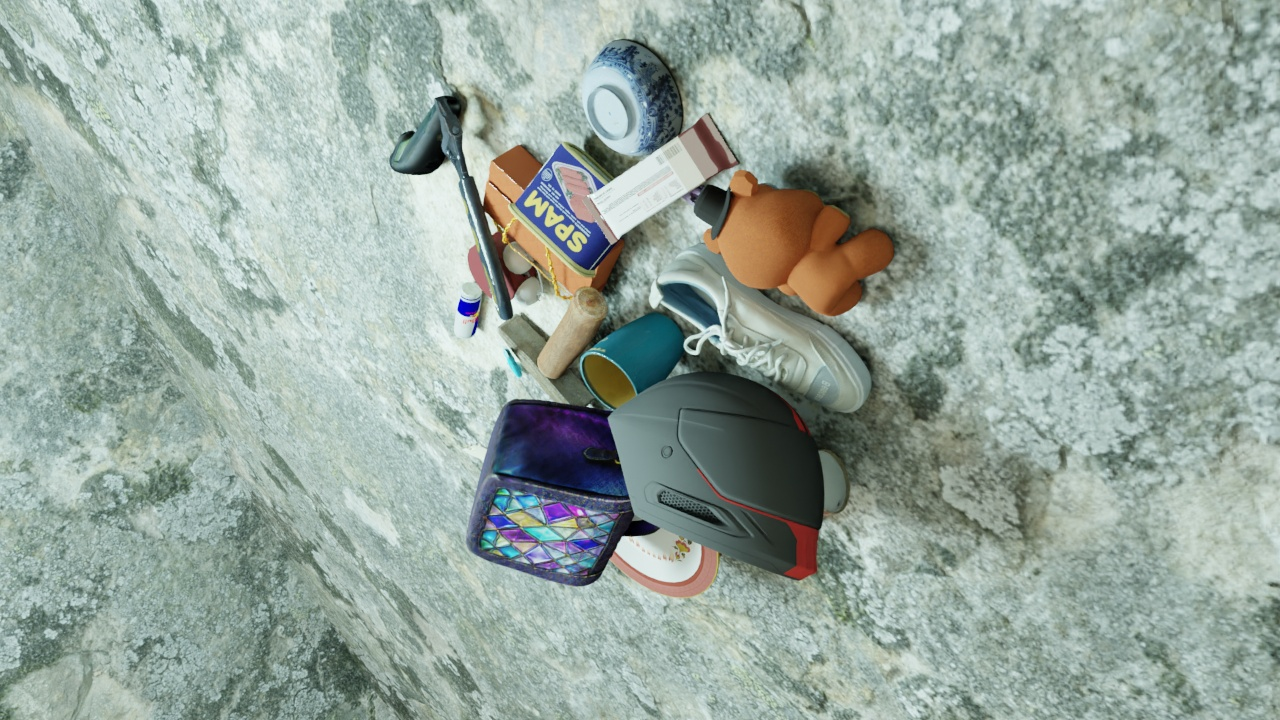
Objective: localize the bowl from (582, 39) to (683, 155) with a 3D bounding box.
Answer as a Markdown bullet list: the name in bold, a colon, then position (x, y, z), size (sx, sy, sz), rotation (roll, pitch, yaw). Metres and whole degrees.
- **bowl**: position (-0.018, -0.244, 0.884), size (0.114, 0.045, 0.114), rotation (28, 139, 27)

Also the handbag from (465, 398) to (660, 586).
- **handbag**: position (-0.080, 0.161, 1.078), size (0.222, 0.125, 0.205), rotation (15, 136, -9)

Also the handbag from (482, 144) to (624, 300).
- **handbag**: position (-0.111, -0.148, 1.065), size (0.172, 0.060, 0.109), rotation (43, 148, 9)

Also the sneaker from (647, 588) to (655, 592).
- **sneaker**: position (-0.011, 0.222, 1.286), size (0.235, 0.084, 0.079), rotation (64, 167, -24)

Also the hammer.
- **hammer**: position (-0.094, -0.027, 1.115), size (0.158, 0.037, 0.301), rotation (49, 158, 1)

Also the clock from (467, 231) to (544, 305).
- **clock**: position (-0.168, -0.116, 1.164), size (0.125, 0.044, 0.087), rotation (20, 135, 35)

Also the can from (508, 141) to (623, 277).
- **can**: position (-0.066, -0.160, 0.969), size (0.116, 0.056, 0.092), rotation (44, 106, 9)

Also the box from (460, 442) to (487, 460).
- **box**: position (-0.144, 0.144, 1.225), size (0.144, 0.192, 0.106), rotation (-34, 65, 59)

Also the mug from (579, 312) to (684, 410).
- **mug**: position (-0.006, 0.006, 1.050), size (0.084, 0.104, 0.112), rotation (37, 145, 15)

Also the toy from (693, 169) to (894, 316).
- **toy**: position (0.129, -0.104, 0.816), size (0.176, 0.096, 0.112), rotation (20, 144, -7)

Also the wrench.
- **wrench**: position (-0.195, -0.176, 1.088), size (0.073, 0.022, 0.273), rotation (29, 137, 62)

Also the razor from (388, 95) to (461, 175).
- **razor**: position (-0.262, -0.277, 1.121), size (0.152, 0.053, 0.067), rotation (-40, 71, 49)

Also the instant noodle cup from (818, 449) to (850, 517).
- **instant noodle cup**: position (0.166, 0.142, 1.007), size (0.109, 0.097, 0.098), rotation (-21, 106, 45)

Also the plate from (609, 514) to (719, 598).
- **plate**: position (0.007, 0.198, 1.152), size (0.230, 0.021, 0.230), rotation (24, 131, 30)

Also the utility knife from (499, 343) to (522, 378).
- **utility knife**: position (-0.178, -0.004, 1.250), size (0.022, 0.015, 0.151), rotation (51, 171, 13)

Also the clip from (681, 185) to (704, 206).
- **clip**: position (0.050, -0.167, 0.911), size (0.052, 0.013, 0.035), rotation (35, 141, 23)

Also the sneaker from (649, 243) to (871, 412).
- **sneaker**: position (0.112, -0.017, 0.914), size (0.242, 0.090, 0.090), rotation (39, 142, 14)

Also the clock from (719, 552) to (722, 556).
- **clock**: position (0.050, 0.170, 1.166), size (0.121, 0.073, 0.158), rotation (6, 121, 41)

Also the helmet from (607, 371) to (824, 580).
- **helmet**: position (0.080, 0.098, 0.925), size (0.265, 0.169, 0.164), rotation (16, 172, 36)

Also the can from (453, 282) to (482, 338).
- **can**: position (-0.244, -0.071, 1.296), size (0.032, 0.032, 0.095), rotation (40, 143, 14)

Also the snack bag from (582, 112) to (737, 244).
- **snack bag**: position (0.017, -0.174, 0.894), size (0.158, 0.013, 0.057), rotation (-29, 99, 29)
